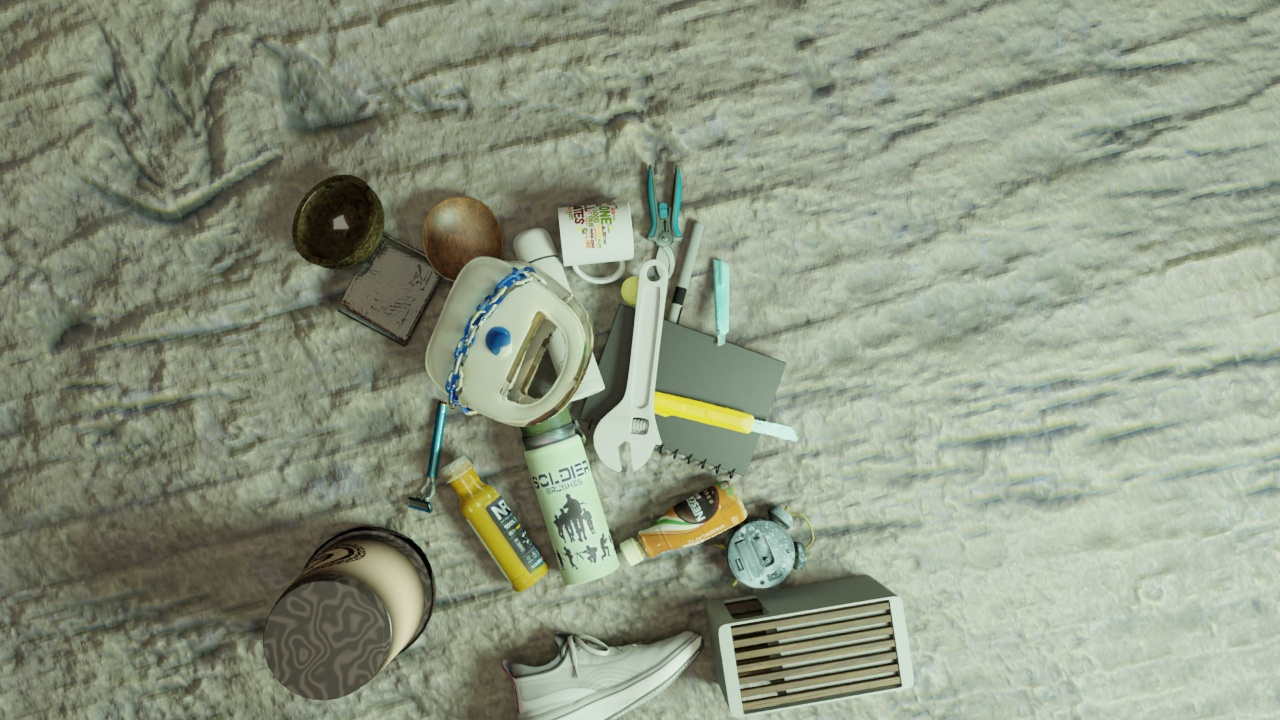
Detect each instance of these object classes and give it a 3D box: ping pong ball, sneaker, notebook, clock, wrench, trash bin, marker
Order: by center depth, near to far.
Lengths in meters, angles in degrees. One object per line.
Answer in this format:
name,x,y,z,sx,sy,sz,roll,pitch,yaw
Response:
trash bin,0.210,0.360,1.169,0.229,0.114,0.114,-9,90,-3
wrench,-0.007,0.007,1.172,0.087,0.018,0.273,6,93,9
sneaker,-0.048,0.392,1.175,0.262,0.097,0.128,-22,68,-12
ping pong ball,-0.005,-0.090,1.195,0.040,0.040,0.040,0,90,-3
clock,0.167,0.243,1.198,0.129,0.052,0.090,-23,91,-2
notebook,0.054,0.044,1.201,0.231,0.019,0.169,19,94,-3
marker,0.060,-0.114,1.211,0.016,0.016,0.140,15,89,-3

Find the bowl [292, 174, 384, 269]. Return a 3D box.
bowl,-0.371,-0.167,1.160,0.121,0.056,0.121,-5,73,17

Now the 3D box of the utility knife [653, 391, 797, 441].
utility knife,0.104,0.075,1.186,0.207,0.018,0.030,14,99,2

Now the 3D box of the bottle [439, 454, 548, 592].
bottle,-0.190,0.207,1.178,0.053,0.053,0.186,-34,91,-3

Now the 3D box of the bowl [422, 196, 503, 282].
bowl,-0.230,-0.153,1.186,0.102,0.026,0.114,-9,86,-16

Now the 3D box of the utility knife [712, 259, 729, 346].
utility knife,0.106,-0.076,1.199,0.022,0.015,0.119,3,72,-8

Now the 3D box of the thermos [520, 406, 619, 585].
thermos,-0.093,0.163,1.174,0.082,0.082,0.231,-17,90,-3

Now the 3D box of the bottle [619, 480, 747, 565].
bottle,0.054,0.215,1.188,0.167,0.059,0.059,-26,91,-3

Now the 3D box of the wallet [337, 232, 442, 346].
wallet,-0.320,-0.093,1.183,0.099,0.031,0.120,28,86,-5

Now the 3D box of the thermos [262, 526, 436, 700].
thermos,-0.342,0.297,1.082,0.172,0.226,0.172,0,90,-3

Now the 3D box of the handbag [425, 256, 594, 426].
handbag,-0.158,-0.017,1.114,0.200,0.092,0.201,29,102,25

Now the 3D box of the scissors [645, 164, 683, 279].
scissors,0.028,-0.188,1.208,0.148,0.019,0.132,43,90,-4

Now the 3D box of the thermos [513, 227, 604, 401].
thermos,-0.107,-0.060,1.173,0.052,0.052,0.224,-19,85,-3

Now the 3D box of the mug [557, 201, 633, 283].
mug,-0.056,-0.149,1.181,0.089,0.073,0.105,-6,116,-3

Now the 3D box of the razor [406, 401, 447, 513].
razor,-0.269,0.124,1.191,0.042,0.022,0.144,8,85,33
